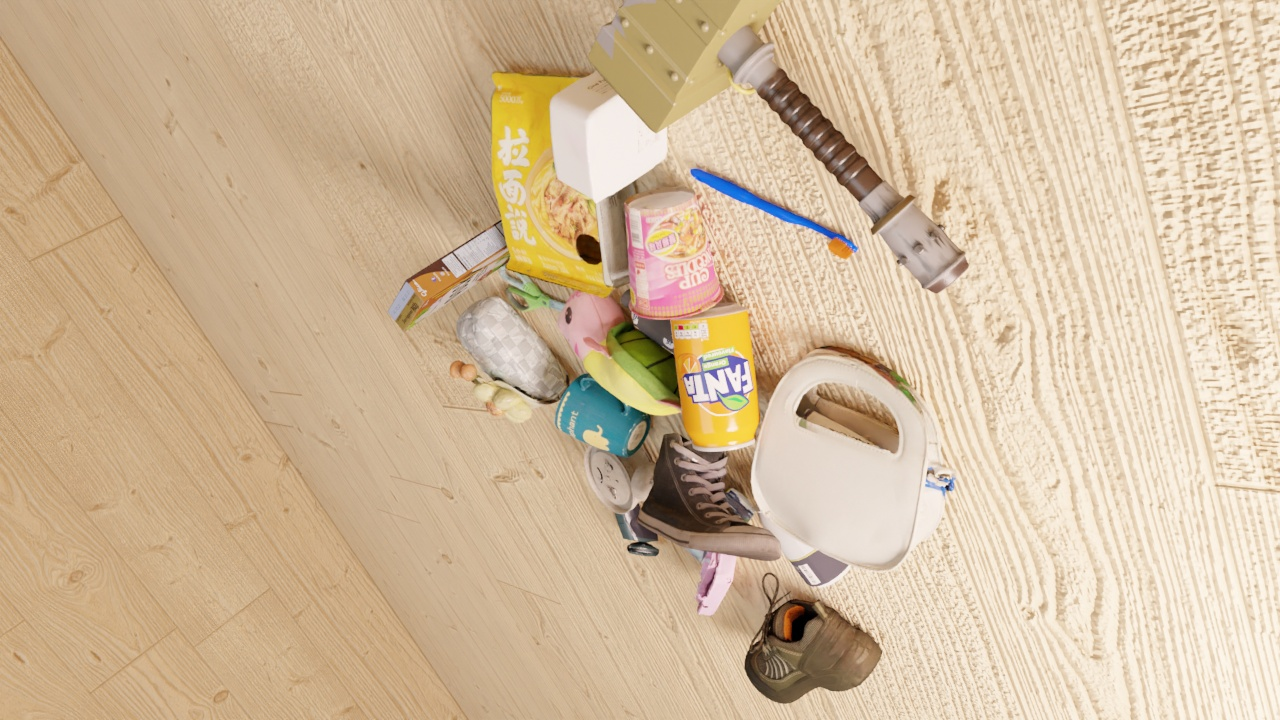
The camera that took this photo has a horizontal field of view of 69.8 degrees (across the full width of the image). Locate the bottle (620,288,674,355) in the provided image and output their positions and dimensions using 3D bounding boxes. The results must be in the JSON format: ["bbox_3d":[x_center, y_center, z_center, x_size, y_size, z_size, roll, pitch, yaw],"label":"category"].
[{"bbox_3d":[0.025,-0.043,1.013,0.112,0.046,0.047,35,145,22],"label":"bottle"}]

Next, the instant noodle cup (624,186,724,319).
[{"bbox_3d":[0.028,-0.110,0.905,0.098,0.097,0.109,17,128,42],"label":"instant noodle cup"}]

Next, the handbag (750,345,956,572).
[{"bbox_3d":[0.208,0.085,0.898,0.201,0.092,0.200,24,119,36],"label":"handbag"}]

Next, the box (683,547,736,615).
[{"bbox_3d":[0.088,0.251,1.213,0.202,0.073,0.149,97,158,-63],"label":"box"}]

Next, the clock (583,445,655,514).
[{"bbox_3d":[-0.010,0.154,1.245,0.157,0.061,0.103,11,119,50],"label":"clock"}]

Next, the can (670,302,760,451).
[{"bbox_3d":[0.077,0.015,0.937,0.079,0.079,0.142,2,102,51],"label":"can"}]

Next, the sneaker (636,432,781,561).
[{"bbox_3d":[0.082,0.153,1.039,0.095,0.120,0.235,14,179,-23],"label":"sneaker"}]

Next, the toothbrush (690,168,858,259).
[{"bbox_3d":[0.115,-0.135,0.831,0.182,0.018,0.016,31,168,27],"label":"toothbrush"}]

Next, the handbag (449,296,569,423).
[{"bbox_3d":[-0.192,0.003,1.257,0.171,0.123,0.113,52,155,-14],"label":"handbag"}]

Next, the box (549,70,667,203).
[{"bbox_3d":[-0.034,-0.216,0.852,0.076,0.107,0.103,35,146,30],"label":"box"}]

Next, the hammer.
[{"bbox_3d":[0.126,-0.181,0.692,0.325,0.100,0.191,48,148,3],"label":"hammer"}]

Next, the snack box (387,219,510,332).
[{"bbox_3d":[-0.210,-0.111,1.100,0.031,0.185,0.101,52,148,-2],"label":"snack box"}]

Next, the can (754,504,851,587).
[{"bbox_3d":[0.182,0.192,1.042,0.127,0.064,0.064,53,148,-4],"label":"can"}]

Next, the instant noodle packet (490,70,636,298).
[{"bbox_3d":[-0.085,-0.193,0.976,0.163,0.084,0.222,18,130,38],"label":"instant noodle packet"}]

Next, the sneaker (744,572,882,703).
[{"bbox_3d":[0.181,0.357,1.179,0.143,0.100,0.239,48,144,-4],"label":"sneaker"}]

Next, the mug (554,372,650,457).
[{"bbox_3d":[-0.044,0.065,1.177,0.104,0.084,0.112,28,140,22],"label":"mug"}]

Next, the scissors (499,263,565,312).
[{"bbox_3d":[-0.119,-0.071,1.196,0.176,0.032,0.078,32,141,33],"label":"scissors"}]

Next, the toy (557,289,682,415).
[{"bbox_3d":[-0.006,0.006,1.058,0.238,0.088,0.190,43,-178,28],"label":"toy"}]

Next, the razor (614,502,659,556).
[{"bbox_3d":[-0.014,0.227,1.347,0.047,0.052,0.143,-3,111,50],"label":"razor"}]

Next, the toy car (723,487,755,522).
[{"bbox_3d":[0.114,0.187,1.151,0.048,0.033,0.106,41,158,7],"label":"toy car"}]
